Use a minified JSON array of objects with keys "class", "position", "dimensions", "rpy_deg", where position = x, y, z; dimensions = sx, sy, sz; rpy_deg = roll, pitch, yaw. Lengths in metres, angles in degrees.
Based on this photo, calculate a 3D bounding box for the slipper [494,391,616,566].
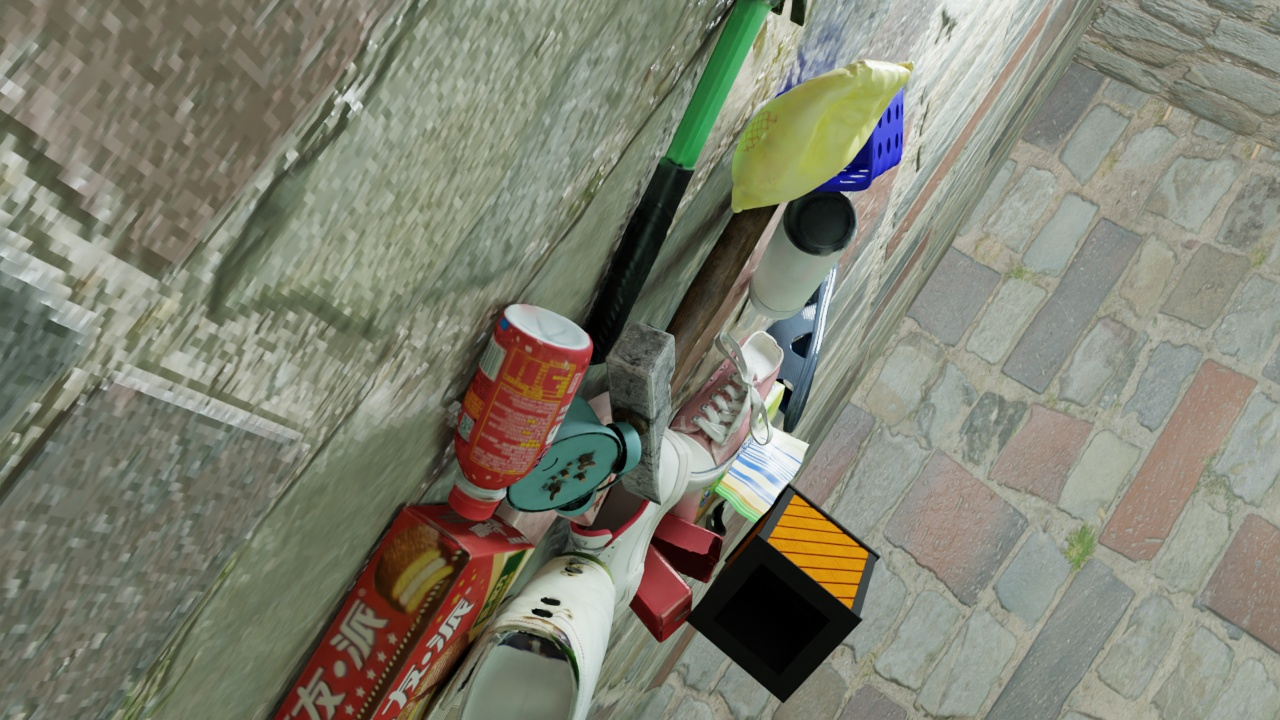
[{"class":"slipper","position":[-0.066,0.110,0.752],"dimensions":[0.221,0.056,0.107],"rpy_deg":[-51,160,-20]}]

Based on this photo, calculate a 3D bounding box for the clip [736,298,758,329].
[{"class":"clip","position":[0.150,-0.080,1.053],"dimensions":[0.054,0.044,0.102],"rpy_deg":[-14,136,-49]}]

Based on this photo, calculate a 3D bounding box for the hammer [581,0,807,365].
[{"class":"hammer","position":[0.028,-0.136,0.623],"dimensions":[0.130,0.032,0.319],"rpy_deg":[-23,142,-63]}]

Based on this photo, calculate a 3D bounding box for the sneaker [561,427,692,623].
[{"class":"sneaker","position":[-0.041,0.172,0.890],"dimensions":[0.104,0.090,0.237],"rpy_deg":[-1,124,-59]}]

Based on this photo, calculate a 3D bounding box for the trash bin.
[{"class":"trash bin","position":[0.170,0.264,1.072],"dimensions":[0.140,0.140,0.171],"rpy_deg":[-55,170,22]}]

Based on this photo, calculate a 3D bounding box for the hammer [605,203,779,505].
[{"class":"hammer","position":[0.059,-0.039,0.787],"dimensions":[0.299,0.037,0.218],"rpy_deg":[-58,161,-30]}]

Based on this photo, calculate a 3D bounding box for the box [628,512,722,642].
[{"class":"box","position":[0.010,0.249,1.087],"dimensions":[0.127,0.137,0.157],"rpy_deg":[-58,164,-19]}]

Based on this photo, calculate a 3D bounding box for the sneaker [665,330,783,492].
[{"class":"sneaker","position":[0.101,0.047,1.028],"dimensions":[0.240,0.118,0.088],"rpy_deg":[-52,-177,-34]}]

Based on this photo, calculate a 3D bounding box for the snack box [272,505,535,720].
[{"class":"snack box","position":[-0.173,0.210,0.621],"dimensions":[0.236,0.060,0.113],"rpy_deg":[-58,164,1]}]

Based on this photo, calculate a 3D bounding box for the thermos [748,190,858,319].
[{"class":"thermos","position":[0.153,-0.098,0.900],"dimensions":[0.068,0.068,0.230],"rpy_deg":[-55,174,-10]}]

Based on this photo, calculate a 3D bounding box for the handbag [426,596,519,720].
[{"class":"handbag","position":[-0.181,0.301,0.799],"dimensions":[0.175,0.062,0.197],"rpy_deg":[-59,155,3]}]

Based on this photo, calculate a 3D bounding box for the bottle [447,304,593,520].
[{"class":"bottle","position":[-0.082,0.037,0.570],"dimensions":[0.061,0.062,0.138],"rpy_deg":[-21,141,-63]}]

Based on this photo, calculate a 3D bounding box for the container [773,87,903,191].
[{"class":"container","position":[0.174,-0.199,0.795],"dimensions":[0.113,0.085,0.084],"rpy_deg":[-35,127,-55]}]

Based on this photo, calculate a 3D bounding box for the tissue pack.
[{"class":"tissue pack","position":[0.116,0.115,1.113],"dimensions":[0.197,0.141,0.120],"rpy_deg":[-49,161,-26]}]

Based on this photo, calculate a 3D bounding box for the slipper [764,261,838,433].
[{"class":"slipper","position":[0.204,-0.033,1.227],"dimensions":[0.101,0.082,0.263],"rpy_deg":[89,18,-63]}]

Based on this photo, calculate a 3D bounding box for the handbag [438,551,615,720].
[{"class":"handbag","position":[-0.080,0.236,0.710],"dimensions":[0.198,0.096,0.142],"rpy_deg":[-10,116,-83]}]

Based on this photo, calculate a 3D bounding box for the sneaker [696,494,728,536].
[{"class":"sneaker","position":[0.129,0.140,1.260],"dimensions":[0.242,0.102,0.088],"rpy_deg":[-62,162,13]}]

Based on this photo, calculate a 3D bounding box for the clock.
[{"class":"clock","position":[-0.051,0.069,0.657],"dimensions":[0.090,0.053,0.124],"rpy_deg":[-42,146,16]}]

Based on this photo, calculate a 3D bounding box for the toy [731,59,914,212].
[{"class":"toy","position":[0.121,-0.163,0.665],"dimensions":[0.155,0.064,0.170],"rpy_deg":[-40,172,37]}]

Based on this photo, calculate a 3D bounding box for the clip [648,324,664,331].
[{"class":"clip","position":[-0.003,0.007,0.803],"dimensions":[0.061,0.023,0.076],"rpy_deg":[-32,147,-52]}]
